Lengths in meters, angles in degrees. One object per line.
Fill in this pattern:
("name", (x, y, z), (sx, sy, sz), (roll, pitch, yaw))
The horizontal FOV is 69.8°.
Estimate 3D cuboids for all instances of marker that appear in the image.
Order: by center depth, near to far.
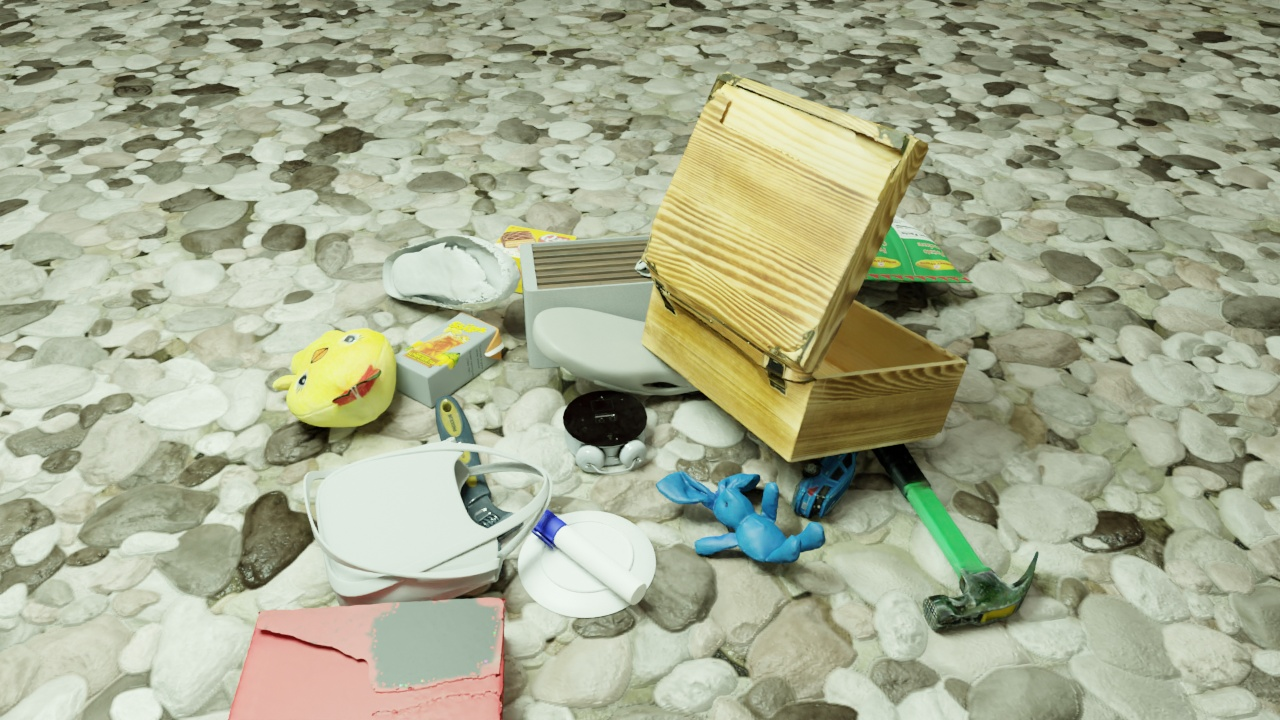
("marker", (-0.051, 0.187, 0.875), (0.133, 0.023, 0.027), (30, 67, 33))

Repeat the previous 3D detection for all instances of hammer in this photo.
("hammer", (0.293, 0.139, 0.963), (0.130, 0.032, 0.318), (-8, 38, -11))

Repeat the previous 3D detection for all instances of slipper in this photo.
("slipper", (-0.007, 0.006, 1.106), (0.265, 0.081, 0.112), (6, 40, -23))
("slipper", (-0.243, -0.108, 1.194), (0.247, 0.112, 0.074), (4, 20, 44))

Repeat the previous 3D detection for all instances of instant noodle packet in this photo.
("instant noodle packet", (0.318, -0.168, 1.307), (0.195, 0.090, 0.252), (-1, 31, -27))

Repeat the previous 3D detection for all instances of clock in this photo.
("clock", (-0.038, 0.083, 1.025), (0.094, 0.035, 0.122), (-6, 38, -9))

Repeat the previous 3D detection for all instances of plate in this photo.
("plate", (-0.052, 0.193, 0.898), (0.134, 0.011, 0.134), (1, 37, -1))

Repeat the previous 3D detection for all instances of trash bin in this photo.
("trash bin", (-0.034, -0.078, 1.171), (0.228, 0.115, 0.114), (-5, 38, -8))

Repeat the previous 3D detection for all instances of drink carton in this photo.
("drink carton", (-0.235, -0.003, 1.121), (0.076, 0.049, 0.124), (23, 42, 27))

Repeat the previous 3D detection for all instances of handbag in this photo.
("handbag", (-0.197, 0.136, 0.887), (0.222, 0.096, 0.215), (-18, 43, -14))

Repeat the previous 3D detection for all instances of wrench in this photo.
("wrench", (-0.182, 0.126, 0.975), (0.073, 0.022, 0.273), (-17, 41, -13))

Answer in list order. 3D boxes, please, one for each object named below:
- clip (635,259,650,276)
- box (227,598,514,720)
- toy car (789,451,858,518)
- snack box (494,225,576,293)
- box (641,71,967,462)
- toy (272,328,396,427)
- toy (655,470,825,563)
("clip", (0.027, -0.116, 1.106), (0.058, 0.052, 0.101), (35, 40, -4))
("box", (-0.216, 0.305, 0.770), (0.213, 0.153, 0.164), (-3, 40, -4))
("toy car", (0.201, 0.120, 0.971), (0.043, 0.056, 0.119), (28, 47, 22))
("snack box", (-0.149, -0.138, 1.292), (0.106, 0.061, 0.083), (11, 38, 12))
("box", (0.168, -0.108, 0.955), (0.285, 0.335, 0.279), (-7, 31, -33))
("toy", (-0.352, 0.015, 1.066), (0.133, 0.092, 0.208), (-40, 41, -16))
("toy", (0.110, 0.154, 0.911), (0.112, 0.071, 0.176), (-23, 33, -32))
